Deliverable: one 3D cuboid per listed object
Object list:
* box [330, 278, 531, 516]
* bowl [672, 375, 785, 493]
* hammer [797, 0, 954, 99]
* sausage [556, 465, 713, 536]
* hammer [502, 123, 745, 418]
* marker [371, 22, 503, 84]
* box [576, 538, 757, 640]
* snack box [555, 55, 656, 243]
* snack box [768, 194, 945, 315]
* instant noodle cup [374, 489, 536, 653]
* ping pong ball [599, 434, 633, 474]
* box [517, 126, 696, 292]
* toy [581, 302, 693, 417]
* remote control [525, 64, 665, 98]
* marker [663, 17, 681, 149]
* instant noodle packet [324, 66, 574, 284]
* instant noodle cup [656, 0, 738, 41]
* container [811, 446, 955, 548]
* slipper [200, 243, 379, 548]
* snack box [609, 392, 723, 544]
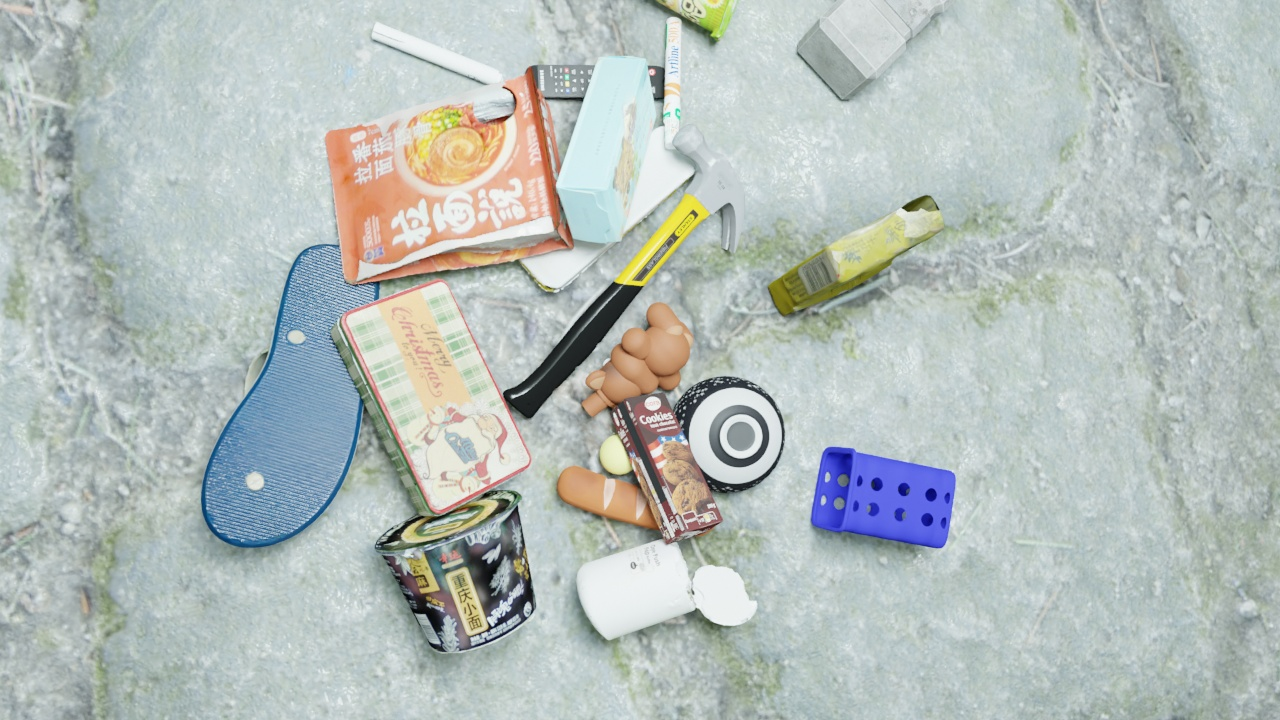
[{"bbox_3d":[-0.195,0.035,0.863,0.117,0.051,0.205,-25,91,-36],"label":"box"},{"bbox_3d":[0.092,0.075,0.921,0.120,0.066,0.120,0,88,-10],"label":"bowl"},{"bbox_3d":[0.171,-0.445,0.945,0.317,0.083,0.162,45,82,-5],"label":"hammer"},{"bbox_3d":[-0.004,0.142,0.914,0.164,0.045,0.039,16,50,-9],"label":"sausage"},{"bbox_3d":[-0.015,-0.072,0.914,0.323,0.029,0.127,-49,121,-2],"label":"hammer"},{"bbox_3d":[-0.200,-0.302,0.909,0.133,0.020,0.017,20,94,-8],"label":"marker"},{"bbox_3d":[0.028,0.226,0.900,0.156,0.084,0.126,-21,127,7],"label":"box"},{"bbox_3d":[-0.029,-0.202,0.871,0.053,0.075,0.174,7,60,13],"label":"snack box"},{"bbox_3d":[0.207,-0.097,0.889,0.121,0.181,0.045,-26,88,-11],"label":"snack box"},{"bbox_3d":[-0.162,0.197,0.849,0.137,0.137,0.112,-18,99,-10],"label":"instant noodle cup"},{"bbox_3d":[-0.021,0.094,0.915,0.040,0.040,0.040,0,88,-10],"label":"ping pong ball"},{"bbox_3d":[-0.032,-0.152,0.924,0.209,0.037,0.064,-41,91,-8],"label":"box"},{"bbox_3d":[-0.005,0.005,0.914,0.128,0.065,0.095,-38,136,6],"label":"toy"},{"bbox_3d":[-0.044,-0.283,0.937,0.146,0.015,0.033,-3,88,-10],"label":"remote control"},{"bbox_3d":[0.033,-0.282,0.932,0.017,0.017,0.145,5,73,-10],"label":"marker"},{"bbox_3d":[-0.187,-0.169,0.882,0.221,0.084,0.164,-11,79,4],"label":"instant noodle packet"},{"bbox_3d":[0.051,-0.391,0.922,0.108,0.099,0.099,24,84,0],"label":"instant noodle cup"},{"bbox_3d":[0.248,0.140,0.937,0.113,0.084,0.085,12,84,-10],"label":"container"},{"bbox_3d":[-0.316,0.032,0.861,0.118,0.060,0.294,15,72,-14],"label":"slipper"},{"bbox_3d":[0.024,0.102,0.888,0.050,0.032,0.140,-7,64,-42],"label":"snack box"}]
